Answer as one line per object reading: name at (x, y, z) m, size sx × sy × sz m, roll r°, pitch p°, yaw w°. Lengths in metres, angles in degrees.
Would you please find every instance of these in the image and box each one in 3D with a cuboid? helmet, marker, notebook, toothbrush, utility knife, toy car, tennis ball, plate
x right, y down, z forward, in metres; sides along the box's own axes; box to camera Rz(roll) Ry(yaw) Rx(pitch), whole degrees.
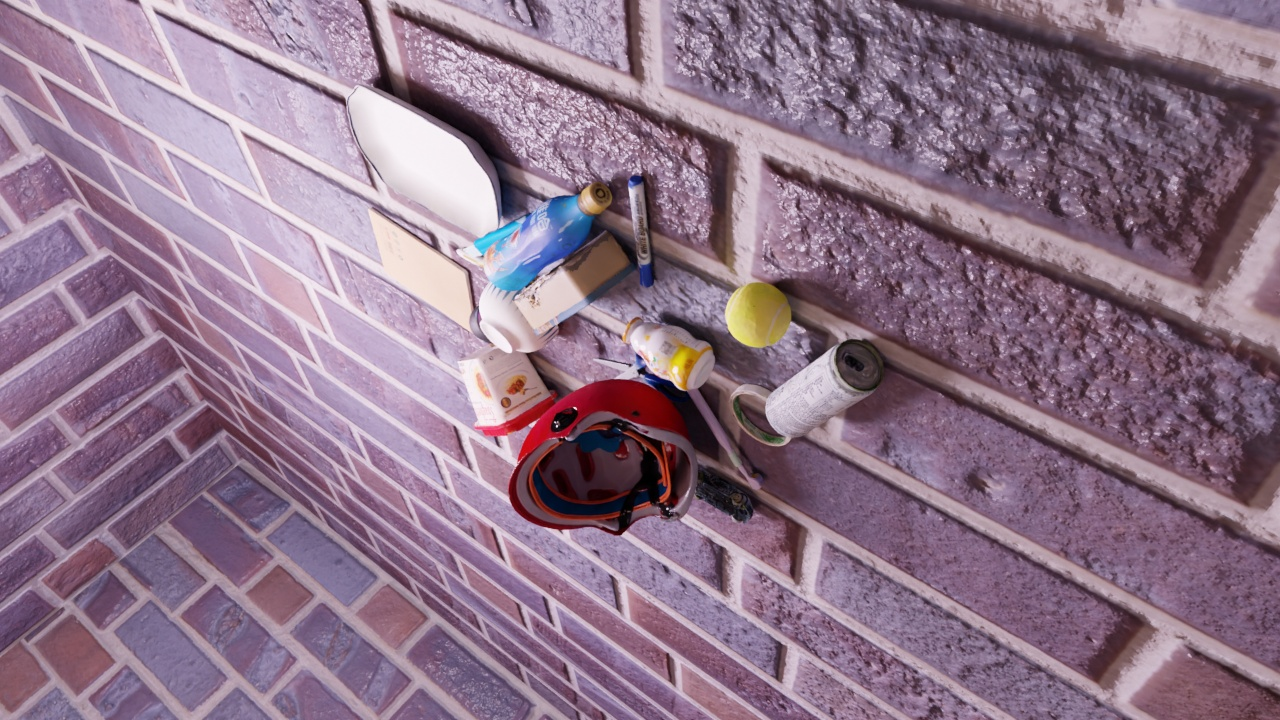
helmet at (-0.047, 0.113, 1.175) m, size 0.240 × 0.143 × 0.207 m, roll -15°, pitch 130°, yaw 12°
marker at (0.001, -0.138, 0.996) m, size 0.017 × 0.016 × 0.146 m, roll 27°, pitch 146°, yaw 28°
notebook at (-0.336, -0.137, 1.421) m, size 0.208 × 0.008 × 0.148 m, roll 33°, pitch 148°, yaw 20°
toothbrush at (-0.186, -0.118, 1.248) m, size 0.191 × 0.018 × 0.016 m, roll 25°, pitch 143°, yaw 30°
toothbrush at (0.099, 0.085, 1.149) m, size 0.189 × 0.021 × 0.029 m, roll 55°, pitch -179°, yaw -15°
utility knife at (-0.186, -0.156, 1.198) m, size 0.188 × 0.018 × 0.034 m, roll -8°, pitch 123°, yaw 52°
toy car at (0.110, 0.181, 1.241) m, size 0.106 × 0.031 × 0.049 m, roll 29°, pitch 147°, yaw 28°
tennis ball at (0.118, -0.046, 0.918) m, size 0.065 × 0.065 × 0.066 m, roll 31°, pitch 148°, yaw 22°
plate at (-0.268, -0.257, 1.162) m, size 0.266 × 0.034 × 0.162 m, roll 30°, pitch 147°, yaw 24°

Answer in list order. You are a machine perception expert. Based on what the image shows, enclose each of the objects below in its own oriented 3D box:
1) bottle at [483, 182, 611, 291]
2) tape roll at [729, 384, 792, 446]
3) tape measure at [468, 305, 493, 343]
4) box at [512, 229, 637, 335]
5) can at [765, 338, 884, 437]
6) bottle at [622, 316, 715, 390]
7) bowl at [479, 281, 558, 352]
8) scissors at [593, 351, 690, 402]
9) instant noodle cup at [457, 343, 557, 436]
bottle at (-0.106, -0.145, 1.062) m, size 0.065 × 0.065 × 0.219 m, roll 51°, pitch 140°, yaw -11°
tape roll at (0.143, 0.064, 1.074) m, size 0.086 × 0.013 × 0.086 m, roll 31°, pitch 148°, yaw 23°
tape measure at (-0.218, -0.056, 1.328) m, size 0.058 × 0.057 × 0.039 m, roll 45°, pitch 152°, yaw -18°
box at (-0.078, -0.091, 1.080) m, size 0.061 × 0.089 × 0.185 m, roll 55°, pitch 153°, yaw -9°
can at (0.185, 0.031, 0.937) m, size 0.058 × 0.058 × 0.147 m, roll 44°, pitch 150°, yaw 2°
bottle at (0.032, -0.012, 1.069) m, size 0.108 × 0.063 × 0.063 m, roll 31°, pitch 148°, yaw 23°
bowl at (-0.175, -0.053, 1.248) m, size 0.116 × 0.066 × 0.117 m, roll 34°, pitch 159°, yaw 15°
scissors at (0.003, 0.018, 1.192) m, size 0.160 × 0.012 × 0.164 m, roll 39°, pitch 151°, yaw 12°
instant noodle cup at (-0.207, 0.038, 1.387) m, size 0.117 × 0.116 × 0.124 m, roll -7°, pitch 111°, yaw 55°
